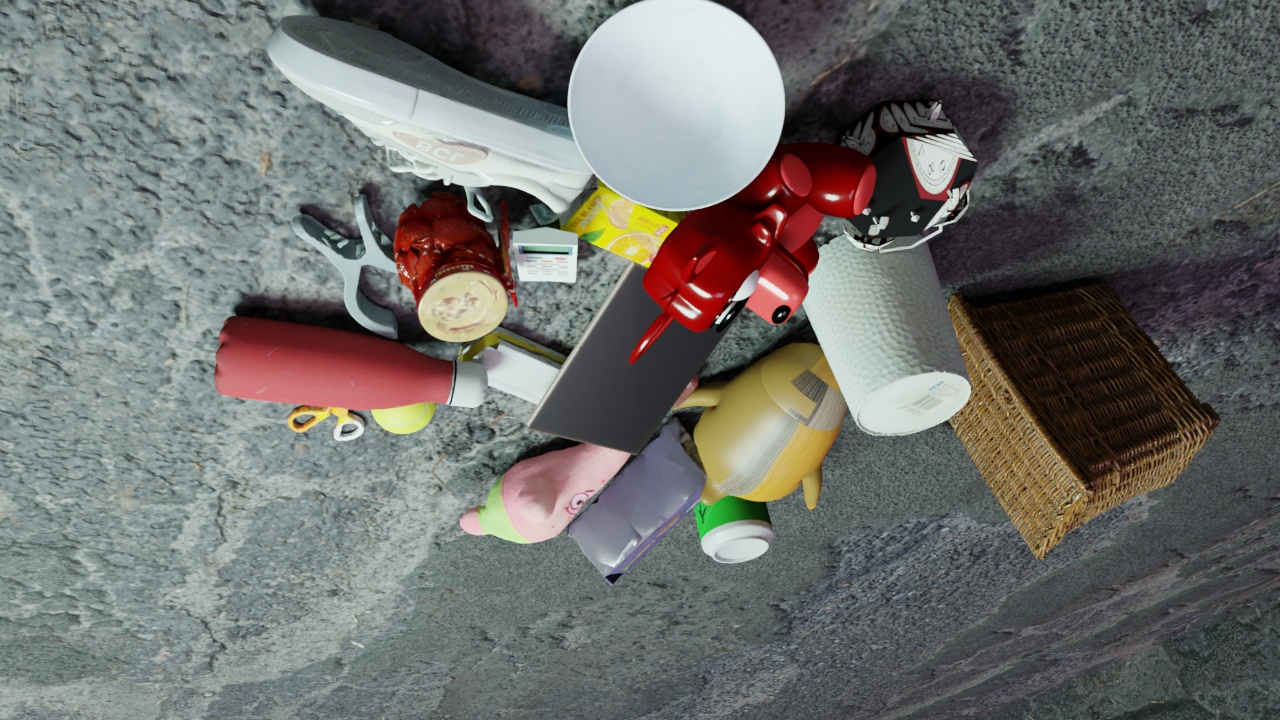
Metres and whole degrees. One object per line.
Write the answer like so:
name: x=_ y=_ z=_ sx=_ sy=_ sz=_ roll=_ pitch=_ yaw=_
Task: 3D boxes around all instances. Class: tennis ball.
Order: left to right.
tennis ball: x=-0.237 y=0.041 z=0.919 sx=0.065 sy=0.065 sz=0.065 roll=-7 pitch=145 yaw=-5

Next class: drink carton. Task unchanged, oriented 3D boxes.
drink carton: x=0.001 y=-0.116 z=0.776 sx=0.134 sy=0.042 sz=0.059 roll=19 pitch=135 yaw=-36

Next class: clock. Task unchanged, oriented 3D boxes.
clock: x=0.223 y=-0.140 z=0.772 sx=0.115 sy=0.065 sz=0.155 roll=-19 pitch=141 yaw=10

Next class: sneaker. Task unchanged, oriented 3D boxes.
sneaker: x=-0.140 y=-0.155 z=0.639 sx=0.242 sy=0.089 sz=0.091 roll=13 pitch=124 yaw=-35

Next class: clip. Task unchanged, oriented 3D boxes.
clip: x=-0.204 y=-0.083 z=0.786 sx=0.127 sy=0.028 sz=0.167 roll=-15 pitch=146 yaw=5

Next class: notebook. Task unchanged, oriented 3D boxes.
notebook: x=-0.005 y=0.005 z=0.923 sx=0.141 sy=0.008 sz=0.210 roll=17 pitch=119 yaw=-34

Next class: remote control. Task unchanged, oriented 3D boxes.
remote control: x=-0.078 y=-0.090 z=0.762 sx=0.049 sy=0.024 sz=0.143 roll=1 pitch=173 yaw=-5

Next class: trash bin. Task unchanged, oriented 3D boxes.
trash bin: x=0.231 y=-0.024 z=0.863 sx=0.133 sy=0.161 sz=0.133 roll=-7 pitch=145 yaw=-5

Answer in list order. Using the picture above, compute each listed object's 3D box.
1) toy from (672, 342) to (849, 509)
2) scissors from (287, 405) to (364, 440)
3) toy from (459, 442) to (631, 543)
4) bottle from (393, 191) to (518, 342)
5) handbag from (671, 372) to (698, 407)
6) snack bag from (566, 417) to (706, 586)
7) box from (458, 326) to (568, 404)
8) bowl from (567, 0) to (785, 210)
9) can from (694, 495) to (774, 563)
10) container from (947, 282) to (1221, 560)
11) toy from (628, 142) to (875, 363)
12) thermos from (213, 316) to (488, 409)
toy: x=0.150 y=0.058 z=0.995 sx=0.198 sy=0.162 sz=0.204 roll=37 pitch=133 yaw=3
scissors: x=-0.306 y=0.052 z=0.965 sx=0.133 sy=0.012 sz=0.096 roll=-28 pitch=143 yaw=26
toy: x=-0.099 y=0.150 z=1.091 sx=0.237 sy=0.097 sz=0.192 roll=-33 pitch=172 yaw=13
bottle: x=-0.144 y=-0.077 z=0.734 sx=0.099 sy=0.111 sz=0.099 roll=-14 pitch=136 yaw=-14
handbag: x=0.001 y=0.016 z=0.985 sx=0.119 sy=0.029 sz=0.055 roll=17 pitch=133 yaw=-26
snack bag: x=0.003 y=0.169 z=1.089 sx=0.206 sy=0.096 sz=0.058 roll=-46 pitch=166 yaw=14
box: x=-0.093 y=0.022 z=0.961 sx=0.064 sy=0.033 sz=0.209 roll=-36 pitch=139 yaw=29
bowl: x=0.026 y=-0.186 z=0.638 sx=0.144 sy=0.074 sz=0.144 roll=3 pitch=123 yaw=4
can: x=0.108 y=0.170 z=1.127 sx=0.088 sy=0.139 sz=0.088 roll=-7 pitch=145 yaw=-5
container: x=0.446 y=0.043 z=0.961 sx=0.183 sy=0.249 sz=0.162 roll=-18 pitch=146 yaw=-6
toy: x=0.080 y=-0.084 z=0.709 sx=0.196 sy=0.120 sz=0.159 roll=-43 pitch=175 yaw=-32
thermos: x=-0.261 y=0.010 z=0.850 sx=0.239 sy=0.073 sz=0.073 roll=8 pitch=142 yaw=-17
